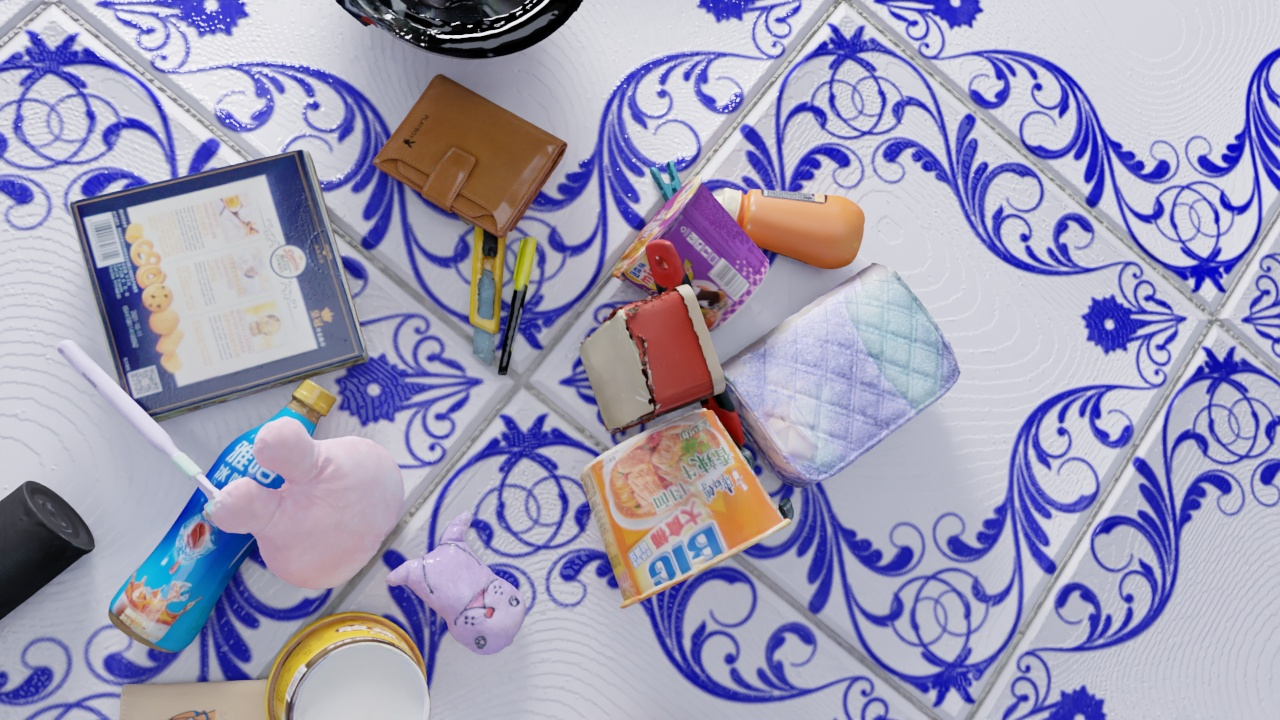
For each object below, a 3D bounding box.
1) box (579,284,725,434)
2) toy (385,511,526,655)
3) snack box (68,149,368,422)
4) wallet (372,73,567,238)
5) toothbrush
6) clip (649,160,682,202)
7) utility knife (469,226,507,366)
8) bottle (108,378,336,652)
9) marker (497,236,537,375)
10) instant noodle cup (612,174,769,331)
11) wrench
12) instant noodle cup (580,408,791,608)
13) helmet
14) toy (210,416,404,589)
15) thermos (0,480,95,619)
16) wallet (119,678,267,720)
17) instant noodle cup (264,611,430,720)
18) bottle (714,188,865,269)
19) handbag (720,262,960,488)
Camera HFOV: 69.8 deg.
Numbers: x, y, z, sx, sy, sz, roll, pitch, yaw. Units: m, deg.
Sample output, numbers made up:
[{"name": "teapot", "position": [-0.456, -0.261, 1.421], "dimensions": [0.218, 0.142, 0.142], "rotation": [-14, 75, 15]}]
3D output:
[{"name": "box", "position": [-0.004, 0.005, 0.723], "dimensions": [0.075, 0.168, 0.091], "rotation": [-18, 85, -16]}, {"name": "toy", "position": [-0.137, 0.185, 0.735], "dimensions": [0.108, 0.039, 0.083], "rotation": [47, 67, 0]}, {"name": "snack box", "position": [-0.330, -0.060, 0.731], "dimensions": [0.182, 0.046, 0.178], "rotation": [-17, 85, -13]}, {"name": "wallet", "position": [-0.145, -0.175, 0.785], "dimensions": [0.132, 0.031, 0.107], "rotation": [30, 76, 7]}, {"name": "toothbrush", "position": [-0.365, 0.049, 0.671], "dimensions": [0.189, 0.021, 0.029], "rotation": [42, 120, 11]}, {"name": "clip", "position": [0.029, -0.154, 0.835], "dimensions": [0.047, 0.014, 0.057], "rotation": [-21, 87, -16]}, {"name": "utility knife", "position": [-0.128, -0.085, 0.790], "dimensions": [0.033, 0.015, 0.180], "rotation": [3, 80, -7]}, {"name": "bottle", "position": [-0.308, 0.112, 0.699], "dimensions": [0.065, 0.065, 0.218], "rotation": [34, 76, -5]}, {"name": "marker", "position": [-0.108, -0.047, 0.788], "dimensions": [0.015, 0.018, 0.124], "rotation": [12, 80, -8]}, {"name": "instant noodle cup", "position": [0.048, -0.085, 0.786], "dimensions": [0.099, 0.112, 0.111], "rotation": [40, 76, -13]}, {"name": "wrench", "position": [0.062, 0.026, 0.757], "dimensions": [0.016, 0.056, 0.273], "rotation": [-37, 112, -36]}, {"name": "instant noodle cup", "position": [0.028, 0.113, 0.730], "dimensions": [0.151, 0.151, 0.111], "rotation": [-23, 78, -14]}, {"name": "helmet", "position": [-0.167, -0.363, 0.756], "dimensions": [0.230, 0.157, 0.274], "rotation": [-41, 101, -8]}, {"name": "toy", "position": [-0.242, 0.104, 0.681], "dimensions": [0.054, 0.159, 0.121], "rotation": [19, 69, 32]}, {"name": "thermos", "position": [-0.520, 0.180, 0.642], "dimensions": [0.242, 0.068, 0.090], "rotation": [-40, 95, -14]}, {"name": "wallet", "position": [-0.330, 0.286, 0.689], "dimensions": [0.115, 0.024, 0.087], "rotation": [2, 82, -13]}, {"name": "instant noodle cup", "position": [-0.208, 0.246, 0.663], "dimensions": [0.118, 0.115, 0.118], "rotation": [4, 78, -21]}, {"name": "bottle", "position": [0.123, -0.125, 0.828], "dimensions": [0.149, 0.067, 0.066], "rotation": [11, 79, -2]}, {"name": "handbag", "position": [0.170, 0.015, 0.806], "dimensions": [0.193, 0.076, 0.134], "rotation": [-32, 84, -16]}]
